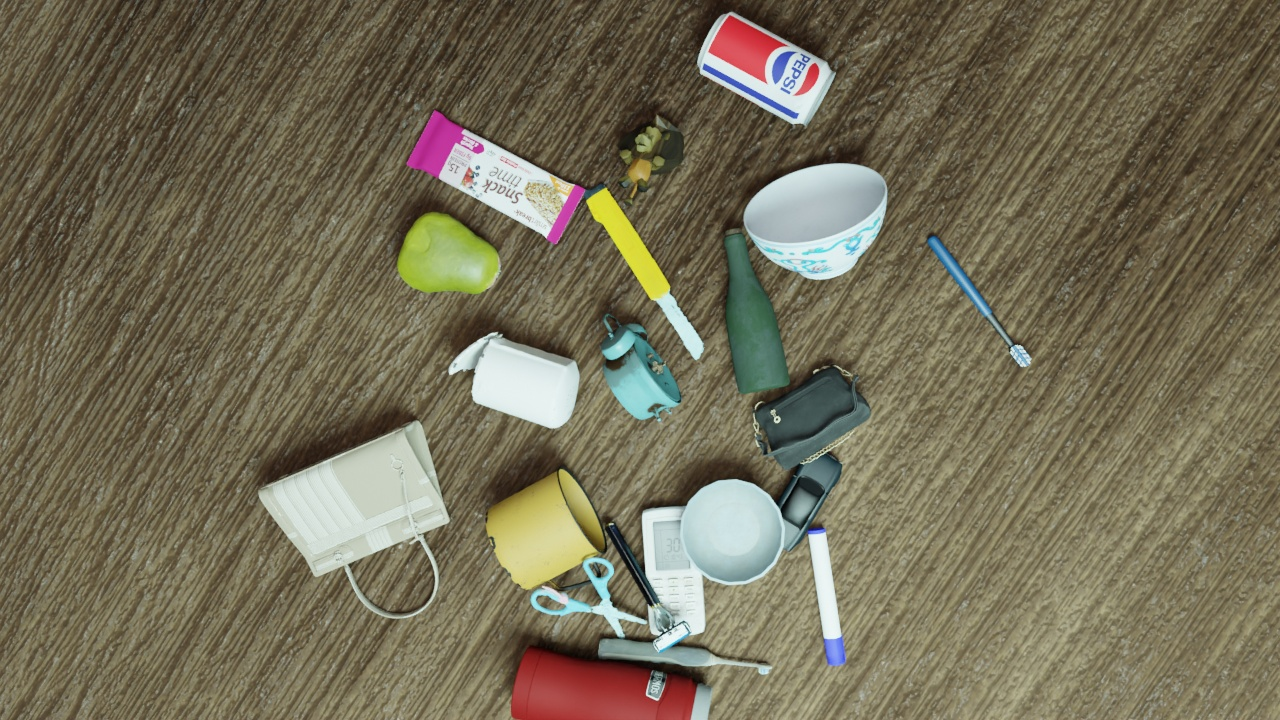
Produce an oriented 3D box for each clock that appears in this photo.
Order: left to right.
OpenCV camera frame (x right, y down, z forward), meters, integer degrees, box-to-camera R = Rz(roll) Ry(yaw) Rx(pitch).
[{"bbox_3d":[-0.006,0.006,0.964,0.053,0.090,0.124,-35,86,13],"label":"clock"}]

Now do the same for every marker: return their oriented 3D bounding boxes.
[{"bbox_3d":[0.198,0.249,0.972,0.020,0.020,0.141,-8,88,5],"label":"marker"}]

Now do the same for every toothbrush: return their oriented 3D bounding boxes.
[{"bbox_3d":[0.048,0.318,0.985,0.185,0.022,0.024,4,94,5],"label":"toothbrush"},{"bbox_3d":[0.355,-0.063,0.965,0.014,0.014,0.167,-37,86,15],"label":"toothbrush"}]

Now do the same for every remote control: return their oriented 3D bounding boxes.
[{"bbox_3d":[0.036,0.225,0.985,0.060,0.025,0.138,-4,88,6],"label":"remote control"}]

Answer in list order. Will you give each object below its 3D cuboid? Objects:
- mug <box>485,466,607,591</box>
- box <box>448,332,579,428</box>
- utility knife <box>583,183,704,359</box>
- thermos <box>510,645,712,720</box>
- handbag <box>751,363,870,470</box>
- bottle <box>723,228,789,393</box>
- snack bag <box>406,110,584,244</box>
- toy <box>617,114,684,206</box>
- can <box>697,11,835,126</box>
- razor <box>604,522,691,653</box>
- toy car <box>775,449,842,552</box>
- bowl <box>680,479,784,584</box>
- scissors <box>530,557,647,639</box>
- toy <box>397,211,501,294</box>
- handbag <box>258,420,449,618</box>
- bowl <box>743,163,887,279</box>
[{"bbox_3d":[-0.095,0.188,0.964,0.094,0.100,0.123,-29,93,6],"label":"mug"},{"bbox_3d":[-0.137,0.014,0.983,0.143,0.080,0.089,15,106,7],"label":"box"},{"bbox_3d":[0.005,-0.097,1.000,0.030,0.019,0.223,-34,81,10],"label":"utility knife"},{"bbox_3d":[-0.030,0.369,0.963,0.199,0.083,0.108,10,109,8],"label":"thermos"},{"bbox_3d":[0.176,0.054,0.956,0.128,0.054,0.079,-32,55,3],"label":"handbag"},{"bbox_3d":[0.114,-0.054,0.970,0.055,0.055,0.174,-11,86,5],"label":"bottle"},{"bbox_3d":[-0.162,-0.204,1.019,0.196,0.016,0.070,29,93,7],"label":"snack bag"},{"bbox_3d":[0.005,-0.211,0.978,0.076,0.062,0.100,17,72,23],"label":"toy"},{"bbox_3d":[0.132,-0.306,0.966,0.132,0.070,0.070,30,91,6],"label":"can"},{"bbox_3d":[0.002,0.234,0.968,0.043,0.022,0.144,-31,68,-1],"label":"razor"},{"bbox_3d":[0.170,0.147,0.968,0.046,0.034,0.112,31,91,6],"label":"toy car"},{"bbox_3d":[0.096,0.176,0.952,0.106,0.039,0.106,-1,84,9],"label":"bowl"},{"bbox_3d":[-0.039,0.246,0.960,0.140,0.015,0.111,21,117,-28],"label":"scissors"},{"bbox_3d":[-0.208,-0.110,1.006,0.110,0.051,0.090,24,93,3],"label":"toy"},{"bbox_3d":[-0.292,0.192,1.014,0.176,0.062,0.198,-23,95,5],"label":"handbag"},{"bbox_3d":[0.185,-0.132,0.943,0.144,0.143,0.074,-19,126,5],"label":"bowl"}]
